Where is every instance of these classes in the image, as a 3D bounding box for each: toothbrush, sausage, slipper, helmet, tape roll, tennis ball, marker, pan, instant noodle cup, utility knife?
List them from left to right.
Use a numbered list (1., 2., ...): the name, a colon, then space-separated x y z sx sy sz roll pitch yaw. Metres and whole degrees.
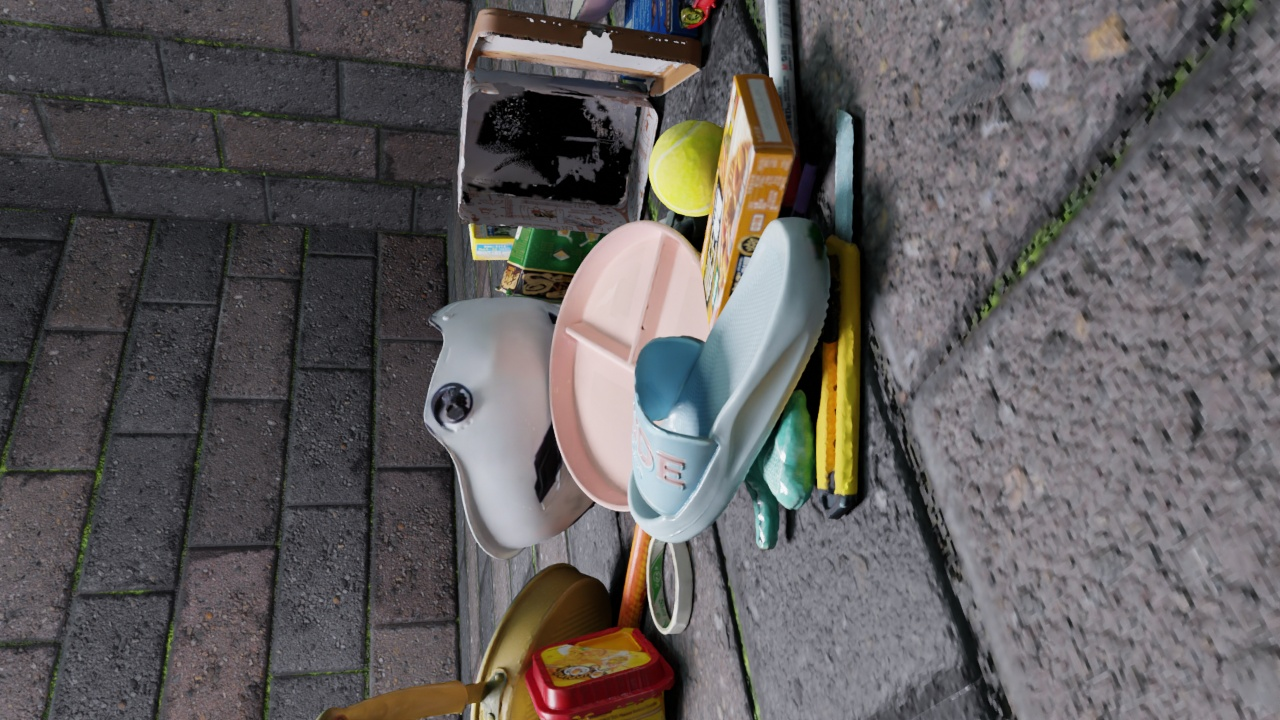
1. pan: -0.139 0.290 0.825 0.356 0.078 0.198 5 -83 -65
2. helmet: -0.094 0.053 0.903 0.229 0.146 0.258 53 -156 -57
3. instant noodle cup: -0.029 0.308 0.777 0.116 0.116 0.123 -168 69 -73
4. sausage: -0.002 0.194 0.829 0.021 0.021 0.165 -115 31 -58
5. tape roll: 0.023 0.181 0.758 0.086 0.014 0.086 -179 91 -74
6. tennis ball: 0.039 -0.134 0.638 0.065 0.065 0.065 -179 91 -74
7. slipper: 0.035 0.017 0.545 0.103 0.074 0.246 -89 19 -48
8. toothbrush: 0.085 -0.040 0.561 0.016 0.014 0.189 -124 38 -52
9. marker: 0.087 -0.164 0.559 0.017 0.017 0.145 144 126 -70
10. utility knife: 0.104 -0.026 0.489 0.033 0.015 0.223 175 96 -71

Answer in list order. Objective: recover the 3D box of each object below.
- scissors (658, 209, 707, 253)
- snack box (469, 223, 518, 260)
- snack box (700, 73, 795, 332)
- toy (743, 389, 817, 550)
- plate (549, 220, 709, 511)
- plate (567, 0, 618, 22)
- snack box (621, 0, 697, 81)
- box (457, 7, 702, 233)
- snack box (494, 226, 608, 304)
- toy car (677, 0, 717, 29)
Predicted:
1. scissors: 0.028 -0.121 0.777 0.164 0.014 0.165 -107 22 -54
2. snack box: -0.135 -0.156 1.107 0.086 0.140 0.034 -109 23 -50
3. snack box: 0.063 -0.092 0.573 0.154 0.026 0.075 98 170 -49
4. toy: 0.081 0.066 0.542 0.092 0.030 0.096 165 104 -78
5. plate: -0.004 0.004 0.730 0.230 0.028 0.229 -12 76 52
6. plate: -0.019 -0.403 0.860 0.192 0.039 0.192 -165 91 -74
7. snack box: 0.016 -0.304 0.799 0.157 0.026 0.084 -168 80 -74
8. box: -0.067 -0.220 0.813 0.270 0.179 0.136 119 151 -60
9. snack box: -0.091 -0.117 1.007 0.118 0.117 0.105 -155 72 -70
10. toy car: 0.050 -0.286 0.670 0.106 0.031 0.049 137 133 -67
